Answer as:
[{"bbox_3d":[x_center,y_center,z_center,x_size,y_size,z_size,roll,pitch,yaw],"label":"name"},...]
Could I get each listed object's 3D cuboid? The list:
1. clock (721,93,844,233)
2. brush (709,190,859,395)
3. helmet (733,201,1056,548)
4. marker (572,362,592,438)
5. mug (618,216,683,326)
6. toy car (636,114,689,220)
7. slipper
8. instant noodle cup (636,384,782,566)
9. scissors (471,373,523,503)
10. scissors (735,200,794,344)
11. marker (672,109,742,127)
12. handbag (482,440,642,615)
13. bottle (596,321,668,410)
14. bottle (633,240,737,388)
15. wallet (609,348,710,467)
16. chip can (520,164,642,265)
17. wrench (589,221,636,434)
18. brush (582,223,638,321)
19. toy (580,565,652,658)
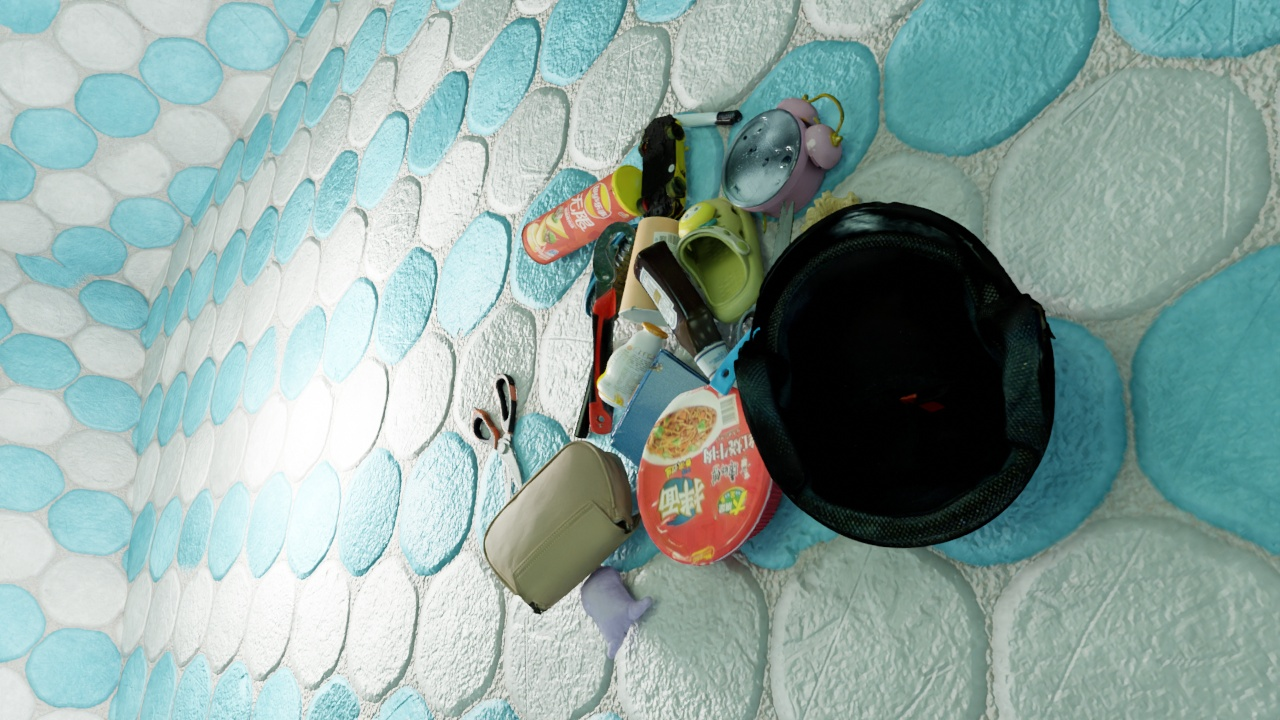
[{"bbox_3d":[0.164,-0.231,1.030,0.159,0.059,0.117,-50,43,26],"label":"clock"},{"bbox_3d":[0.155,-0.071,0.953,0.254,0.046,0.083,-53,48,-1],"label":"brush"},{"bbox_3d":[0.204,0.019,0.748,0.234,0.230,0.274,-10,69,15],"label":"helmet"},{"bbox_3d":[-0.063,0.039,1.216,0.022,0.020,0.132,12,83,21],"label":"marker"},{"bbox_3d":[0.019,-0.110,1.127,0.078,0.078,0.122,-5,74,48],"label":"mug"},{"bbox_3d":[0.032,-0.251,1.203,0.071,0.041,0.155,-22,61,43],"label":"toy car"},{"bbox_3d":[0.086,-0.128,1.051,0.092,0.081,0.190,-35,44,24],"label":"slipper"},{"bbox_3d":[0.084,0.123,0.976,0.194,0.065,0.193,-21,61,43],"label":"instant noodle cup"},{"bbox_3d":[-0.207,0.118,1.353,0.216,0.015,0.195,9,82,49],"label":"scissors"},{"bbox_3d":[0.137,-0.087,0.986,0.136,0.014,0.174,-24,86,-3],"label":"scissors"},{"bbox_3d":[0.080,-0.312,1.190,0.131,0.018,0.022,12,51,50],"label":"marker"},{"bbox_3d":[-0.090,0.202,1.115,0.205,0.099,0.147,-44,47,15],"label":"handbag"},{"bbox_3d":[-0.007,0.007,1.127,0.108,0.063,0.063,-60,41,13],"label":"bottle"},{"bbox_3d":[0.059,-0.040,1.030,0.195,0.044,0.080,58,167,15],"label":"bottle"},{"bbox_3d":[0.029,0.066,1.073,0.106,0.040,0.133,37,104,29],"label":"wallet"},{"bbox_3d":[-0.078,-0.201,1.286,0.217,0.073,0.073,-19,61,44],"label":"chip can"},{"bbox_3d":[-0.043,-0.041,1.171,0.056,0.016,0.273,8,96,23],"label":"wrench"},{"bbox_3d":[-0.031,-0.118,1.212,0.144,0.055,0.073,-59,41,15],"label":"brush"},{"bbox_3d":[-0.035,0.281,1.070,0.084,0.039,0.108,-53,35,3],"label":"toy"}]
